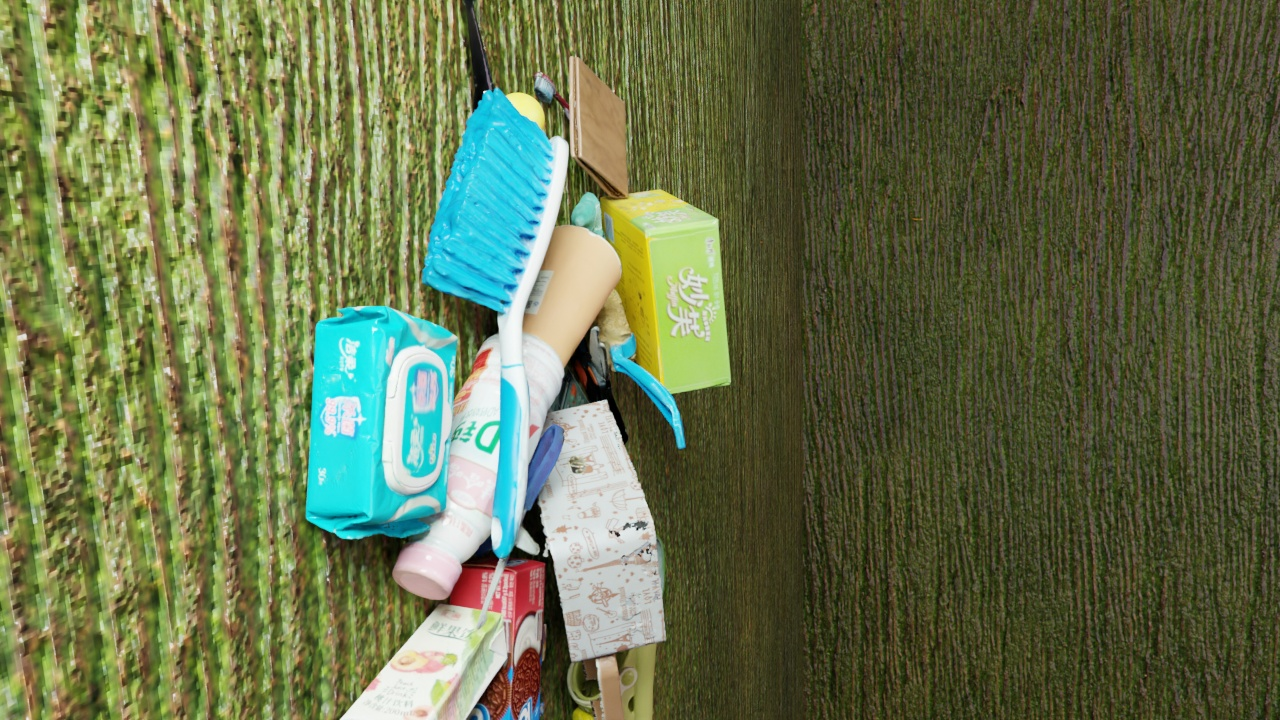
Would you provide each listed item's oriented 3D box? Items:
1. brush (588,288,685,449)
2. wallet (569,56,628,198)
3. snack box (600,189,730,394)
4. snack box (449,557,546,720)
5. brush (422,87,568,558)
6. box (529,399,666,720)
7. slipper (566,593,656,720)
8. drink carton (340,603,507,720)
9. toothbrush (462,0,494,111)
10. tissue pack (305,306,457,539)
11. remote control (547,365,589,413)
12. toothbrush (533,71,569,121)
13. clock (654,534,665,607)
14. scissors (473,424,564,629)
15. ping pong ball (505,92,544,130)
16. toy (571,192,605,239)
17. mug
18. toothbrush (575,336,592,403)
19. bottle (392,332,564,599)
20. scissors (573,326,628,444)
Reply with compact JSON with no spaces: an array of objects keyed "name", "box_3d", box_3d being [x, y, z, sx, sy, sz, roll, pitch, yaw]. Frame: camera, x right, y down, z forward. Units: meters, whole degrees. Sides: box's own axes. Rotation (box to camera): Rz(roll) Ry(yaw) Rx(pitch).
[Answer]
[{"name":"brush","box_3d":[-0.005,0.005,0.824,0.254,0.046,0.083,-127,-158,-58]},{"name":"wallet","box_3d":[-0.040,-0.220,0.876,0.115,0.020,0.101,22,63,-68]},{"name":"snack box","box_3d":[0.020,-0.074,0.899,0.210,0.070,0.158,-128,-150,-67]},{"name":"snack box","box_3d":[-0.108,0.253,0.676,0.058,0.057,0.207,17,75,-72]},{"name":"brush","box_3d":[-0.097,-0.035,0.615,0.109,0.061,0.313,26,61,-30]},{"name":"box","box_3d":[-0.038,0.186,0.765,0.176,0.082,0.260,-114,-163,-57]},{"name":"slipper","box_3d":[-0.037,0.316,0.903,0.081,0.092,0.190,1,102,-34]},{"name":"drink carton","box_3d":[-0.135,0.212,0.594,0.122,0.053,0.045,-48,139,-64]},{"name":"toothbrush","box_3d":[-0.112,-0.181,0.688,0.027,0.026,0.213,-29,121,-44]},{"name":"tissue pack","box_3d":[-0.149,0.039,0.539,0.093,0.050,0.133,14,79,-73]},{"name":"remote control","box_3d":[-0.067,0.051,0.863,0.135,0.019,0.056,66,30,-55]},{"name":"toothbrush","box_3d":[-0.061,-0.223,0.870,0.187,0.016,0.017,32,68,-70]},{"name":"clock","box_3d":[-0.012,0.253,0.995,0.116,0.056,0.161,-38,128,-67]},{"name":"scissors","box_3d":[-0.087,0.110,0.632,0.012,0.163,0.174,35,57,-16]},{"name":"ping pong ball","box_3d":[-0.095,-0.188,0.717,0.040,0.040,0.040,2,89,-73]},{"name":"toy","box_3d":[-0.049,-0.120,0.899,0.096,0.030,0.092,-77,166,-55]},{"name":"mug","box_3d":[-0.071,-0.044,0.756,0.078,0.078,0.122,75,28,-43]},{"name":"toothbrush","box_3d":[-0.057,-0.008,0.905,0.016,0.014,0.190,-106,-178,-50]},{"name":"bottle","box_3d":[-0.112,0.070,0.639,0.068,0.068,0.196,73,28,-46]},{"name":"scissors","box_3d":[-0.026,0.025,0.797,0.148,0.021,0.235,65,-9,-9]}]
